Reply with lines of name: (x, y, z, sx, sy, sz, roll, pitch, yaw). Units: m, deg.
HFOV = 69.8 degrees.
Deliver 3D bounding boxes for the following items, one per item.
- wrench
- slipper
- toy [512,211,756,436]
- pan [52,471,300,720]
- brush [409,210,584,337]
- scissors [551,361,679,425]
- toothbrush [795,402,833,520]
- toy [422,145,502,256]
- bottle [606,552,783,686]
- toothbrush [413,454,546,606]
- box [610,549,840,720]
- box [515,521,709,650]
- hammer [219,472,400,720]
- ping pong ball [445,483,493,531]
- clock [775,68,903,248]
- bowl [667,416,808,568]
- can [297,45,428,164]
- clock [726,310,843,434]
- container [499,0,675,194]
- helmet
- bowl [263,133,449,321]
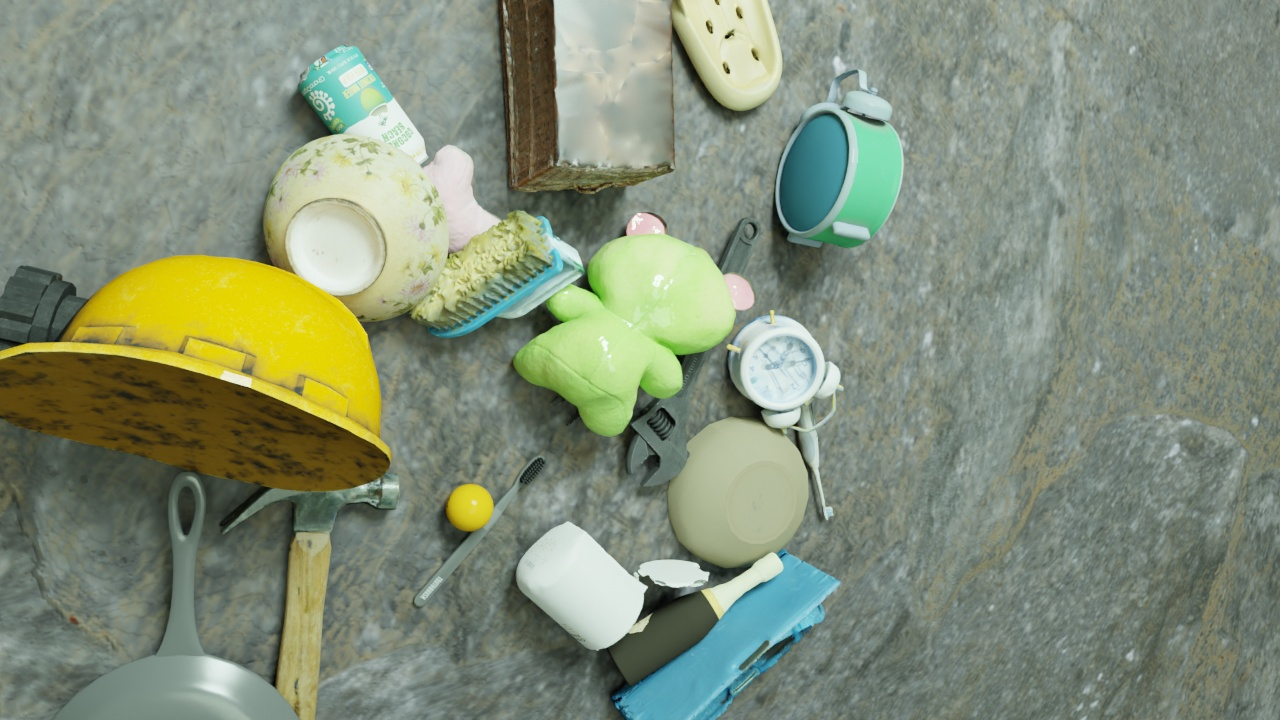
wrench: (0.054, -0.010, 0.861, 0.073, 0.018, 0.273, 26, 84, -27)
slipper: (0.070, -0.353, 0.811, 0.111, 0.079, 0.261, -31, 108, -22)
toy: (-0.005, -0.035, 0.790, 0.150, 0.107, 0.196, 38, 85, -2)
pan: (-0.350, 0.259, 0.691, 0.216, 0.024, 0.354, 4, 97, -16)
brush: (-0.120, -0.059, 0.749, 0.136, 0.055, 0.075, -31, 148, 19)
scissors: (-0.013, -0.012, 0.847, 0.164, 0.013, 0.150, -4, 97, -22)
toothbrush: (0.172, 0.078, 0.937, 0.024, 0.022, 0.185, -14, 101, -4)
toy: (-0.165, -0.115, 0.740, 0.096, 0.052, 0.099, -28, 132, -4)
bottle: (0.056, 0.239, 0.872, 0.184, 0.045, 0.045, -31, 108, -8)
toothbrush: (-0.140, 0.148, 0.807, 0.013, 0.013, 0.167, 45, 79, -22)
box: (0.097, 0.295, 0.878, 0.231, 0.112, 0.094, -36, 108, -17)
box: (-0.022, 0.194, 0.831, 0.136, 0.084, 0.147, -48, 114, -19)
hammer: (-0.279, 0.251, 0.743, 0.132, 0.033, 0.330, 5, 94, -27)
ping pong ball: (-0.146, 0.126, 0.784, 0.040, 0.040, 0.040, -3, 97, -25)
clock: (0.189, -0.189, 0.860, 0.075, 0.122, 0.161, 7, 89, -24)
bowl: (0.105, 0.133, 0.896, 0.152, 0.050, 0.152, -3, 97, -25)
can: (-0.213, -0.187, 0.709, 0.054, 0.055, 0.101, -40, 110, -16)
clock: (0.141, 0.014, 0.887, 0.089, 0.052, 0.125, -40, 104, 3)
container: (-0.043, -0.238, 0.751, 0.113, 0.113, 0.198, -5, 97, -24)
helmet: (-0.292, -0.005, 0.638, 0.255, 0.206, 0.131, 15, 61, -19)
bowl: (-0.218, -0.090, 0.683, 0.145, 0.063, 0.145, -1, 111, -2)
